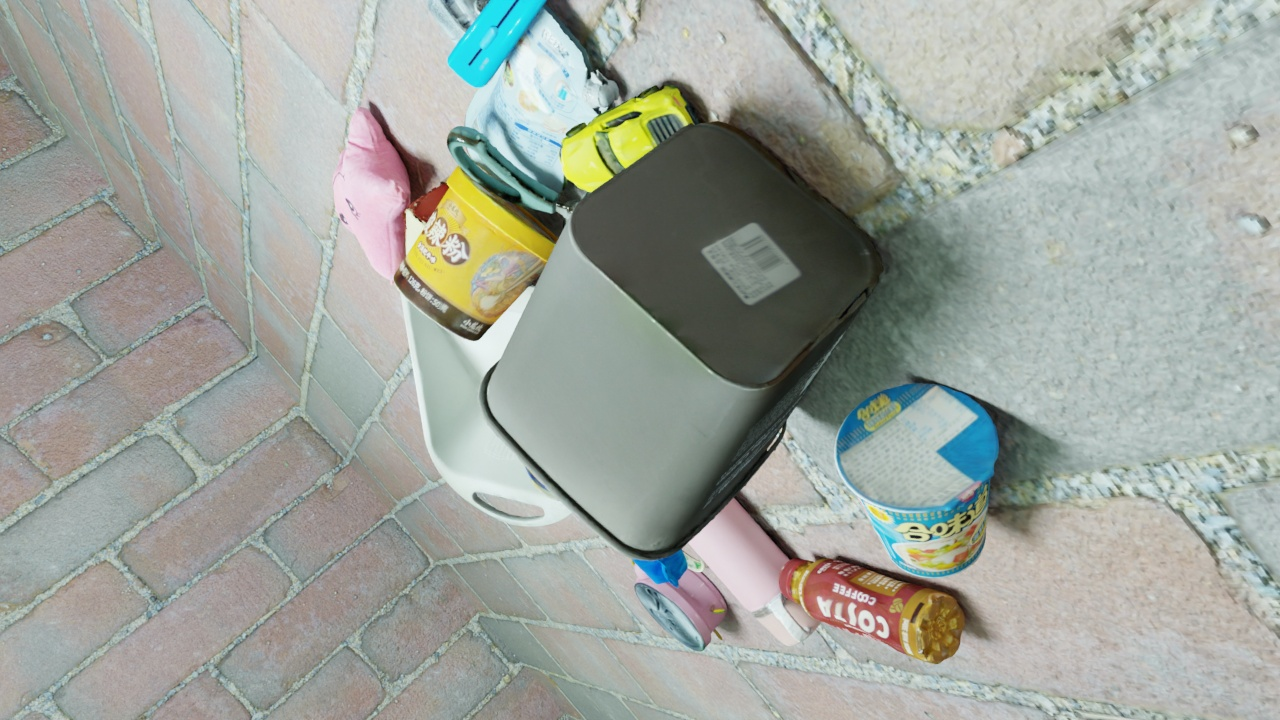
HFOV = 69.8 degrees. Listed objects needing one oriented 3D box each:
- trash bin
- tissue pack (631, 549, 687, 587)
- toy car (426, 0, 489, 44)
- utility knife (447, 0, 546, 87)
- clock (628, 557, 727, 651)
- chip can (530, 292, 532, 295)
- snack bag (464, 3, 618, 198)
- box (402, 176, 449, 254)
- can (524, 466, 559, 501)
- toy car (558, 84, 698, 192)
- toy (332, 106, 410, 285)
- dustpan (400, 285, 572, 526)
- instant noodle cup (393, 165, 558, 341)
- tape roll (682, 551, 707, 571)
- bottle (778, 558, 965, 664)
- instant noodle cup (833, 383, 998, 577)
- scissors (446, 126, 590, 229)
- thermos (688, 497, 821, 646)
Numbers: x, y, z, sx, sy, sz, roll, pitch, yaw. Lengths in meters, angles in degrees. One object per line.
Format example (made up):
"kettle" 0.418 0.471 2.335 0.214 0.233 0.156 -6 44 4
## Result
"trash bin" 0.026 -0.013 0.611 0.198 0.198 0.220 43 148 9
"tissue pack" -0.004 0.178 1.034 0.095 0.052 0.157 54 180 -44
"toy car" -0.142 -0.272 0.684 0.090 0.034 0.043 54 158 -7
"utility knife" -0.084 -0.231 0.601 0.034 0.018 0.179 52 147 -9
"clock" 0.040 0.294 1.165 0.158 0.059 0.117 34 153 25
"chip can" -0.005 0.005 0.810 0.214 0.071 0.071 53 155 -7
"snack bag" -0.082 -0.191 0.697 0.110 0.038 0.191 51 152 0
"box" -0.208 -0.106 0.974 0.091 0.077 0.169 44 154 9
"can" -0.082 0.064 0.901 0.075 0.049 0.148 0 114 23
"toy car" -0.011 -0.143 0.611 0.105 0.032 0.048 -17 119 32
"toy" -0.286 -0.171 0.995 0.195 0.074 0.178 -13 93 64
"dustpan" -0.143 0.053 0.957 0.223 0.142 0.258 10 147 19
"instant noodle cup" -0.144 -0.089 0.799 0.118 0.114 0.118 39 -172 -7
"tape roll" 0.047 0.216 1.094 0.086 0.013 0.086 37 152 23
"bottle" 0.193 0.210 0.799 0.175 0.057 0.057 4 130 57
"instant noodle cup" 0.186 0.087 0.603 0.099 0.099 0.110 26 154 40
"scissors" -0.058 -0.140 0.700 0.170 0.019 0.180 33 153 -22
"thermos" 0.099 0.194 0.904 0.198 0.067 0.087 50 -172 2
